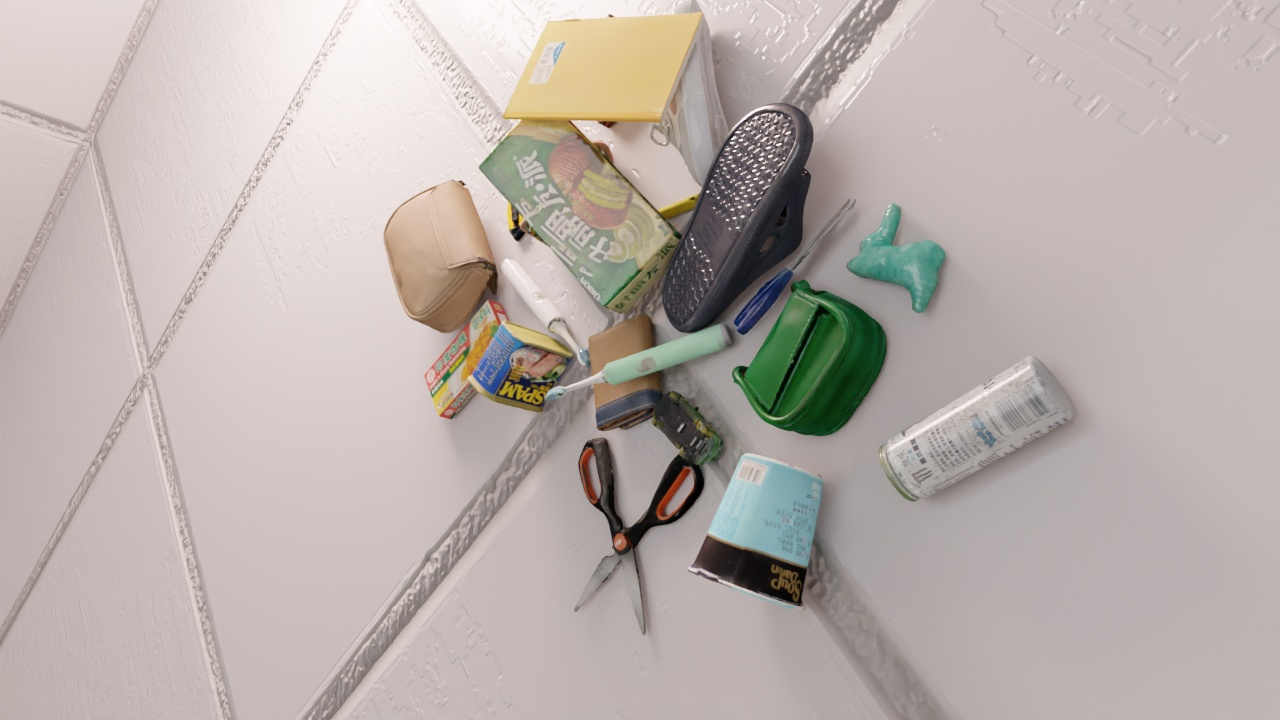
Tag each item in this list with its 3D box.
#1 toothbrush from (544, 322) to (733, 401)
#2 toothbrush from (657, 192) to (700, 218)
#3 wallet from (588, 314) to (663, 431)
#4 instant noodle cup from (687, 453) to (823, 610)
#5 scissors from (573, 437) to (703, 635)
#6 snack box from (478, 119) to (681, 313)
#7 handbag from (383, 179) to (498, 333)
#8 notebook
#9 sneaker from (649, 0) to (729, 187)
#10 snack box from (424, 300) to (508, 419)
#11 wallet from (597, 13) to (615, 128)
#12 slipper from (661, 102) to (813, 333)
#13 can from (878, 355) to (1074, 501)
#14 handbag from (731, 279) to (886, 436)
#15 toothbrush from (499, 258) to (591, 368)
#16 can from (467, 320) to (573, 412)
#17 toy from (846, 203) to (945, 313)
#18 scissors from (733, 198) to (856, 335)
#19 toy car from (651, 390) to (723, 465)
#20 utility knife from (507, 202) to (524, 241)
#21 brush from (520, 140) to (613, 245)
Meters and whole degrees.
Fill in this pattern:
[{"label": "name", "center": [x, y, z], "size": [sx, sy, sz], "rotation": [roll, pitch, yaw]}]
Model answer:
[{"label": "toothbrush", "center": [-0.006, 0.006, 0.986], "size": [0.225, 0.027, 0.026], "rotation": [-19, 101, 21]}, {"label": "toothbrush", "center": [-0.005, -0.161, 1.071], "size": [0.191, 0.016, 0.015], "rotation": [-14, 70, 39]}, {"label": "wallet", "center": [-0.018, 0.015, 1.030], "size": [0.090, 0.033, 0.115], "rotation": [-24, 63, 32]}, {"label": "instant noodle cup", "center": [0.114, 0.152, 0.837], "size": [0.111, 0.111, 0.120], "rotation": [11, 78, 43]}, {"label": "scissors", "center": [-0.017, 0.176, 0.995], "size": [0.235, 0.021, 0.220], "rotation": [-48, 52, 22]}, {"label": "snack box", "center": [-0.065, -0.175, 1.038], "size": [0.114, 0.063, 0.240], "rotation": [-45, 73, 11]}, {"label": "handbag", "center": [-0.267, -0.141, 1.252], "size": [0.148, 0.099, 0.204], "rotation": [-36, 58, 21]}, {"label": "notebook", "center": [-0.043, -0.322, 1.008], "size": [0.207, 0.010, 0.145], "rotation": [9, 68, 29]}, {"label": "sneaker", "center": [0.040, -0.285, 1.008], "size": [0.091, 0.089, 0.241], "rotation": [-17, 64, 21]}, {"label": "snack box", "center": [-0.227, 0.000, 1.223], "size": [0.156, 0.027, 0.077], "rotation": [-46, 52, 24]}, {"label": "wallet", "center": [-0.042, -0.363, 1.146], "size": [0.101, 0.032, 0.124], "rotation": [-49, 51, 25]}, {"label": "slipper", "center": [0.108, -0.138, 0.932], "size": [0.269, 0.083, 0.110], "rotation": [-61, 40, 36]}, {"label": "can", "center": [0.269, 0.057, 0.742], "size": [0.147, 0.058, 0.058], "rotation": [-37, 57, 30]}, {"label": "handbag", "center": [0.156, -0.002, 0.860], "size": [0.131, 0.068, 0.120], "rotation": [-59, 41, 16]}, {"label": "toothbrush", "center": [-0.117, -0.059, 1.139], "size": [0.221, 0.026, 0.026], "rotation": [49, 155, 38]}, {"label": "can", "center": [-0.141, 0.008, 1.094], "size": [0.057, 0.102, 0.083], "rotation": [42, 106, 41]}, {"label": "toy", "center": [0.233, -0.095, 0.833], "size": [0.092, 0.030, 0.096], "rotation": [17, 85, 41]}, {"label": "scissors", "center": [0.148, -0.091, 0.904], "size": [0.170, 0.012, 0.141], "rotation": [-52, 5, -21]}, {"label": "toy car", "center": [0.049, 0.070, 0.952], "size": [0.091, 0.036, 0.043], "rotation": [46, 111, 37]}, {"label": "utility knife", "center": [-0.169, -0.233, 1.236], "size": [0.033, 0.015, 0.153], "rotation": [-19, 67, 35]}, {"label": "brush", "center": [-0.085, -0.207, 1.128], "size": [0.146, 0.063, 0.073], "rotation": [-54, 20, 16]}]
